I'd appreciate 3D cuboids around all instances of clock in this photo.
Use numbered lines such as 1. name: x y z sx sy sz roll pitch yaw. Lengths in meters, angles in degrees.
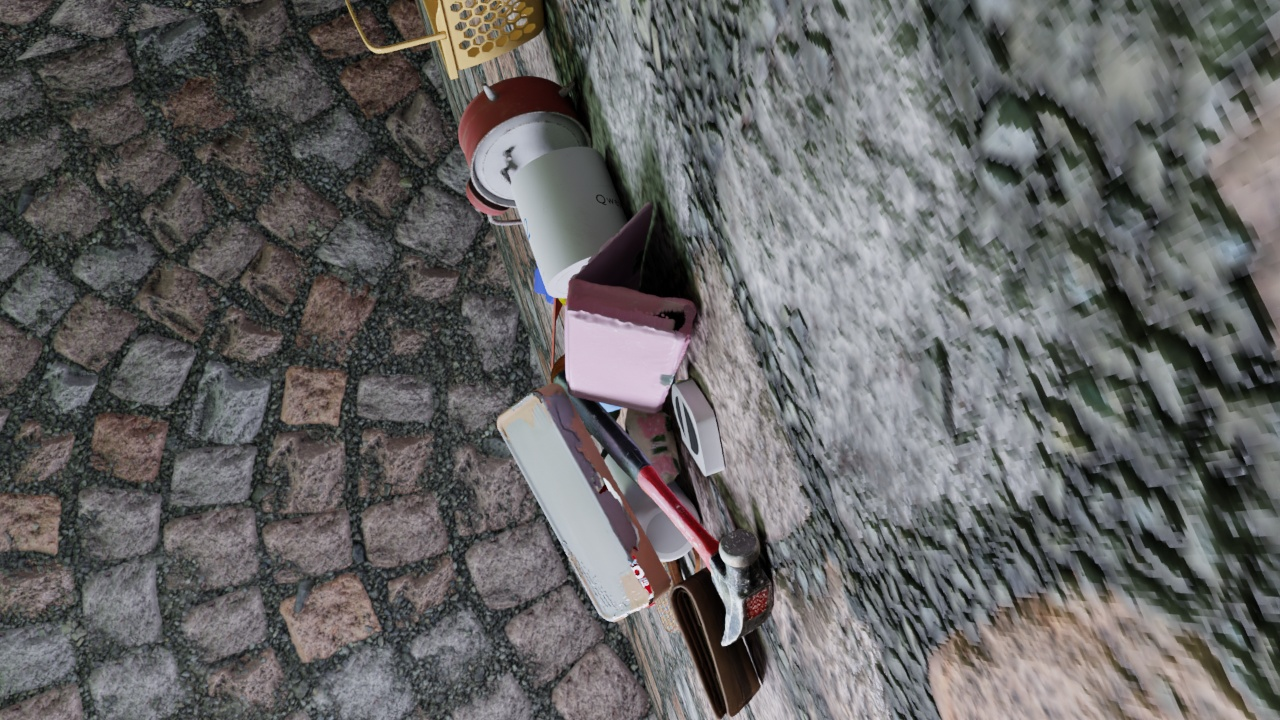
1. clock: -0.105 -0.175 0.829 0.157 0.109 0.062 110 144 -51

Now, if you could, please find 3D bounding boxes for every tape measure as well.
1. tape measure: 0.044 0.050 0.712 0.064 0.016 0.065 -122 16 -55

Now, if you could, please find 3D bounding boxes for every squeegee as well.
1. squeegee: -0.117 -0.111 1.247 0.184 0.055 0.250 -126 37 -63

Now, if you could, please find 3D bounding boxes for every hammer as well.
1. hammer: 0.007 0.108 0.797 0.326 0.036 0.141 45 155 45

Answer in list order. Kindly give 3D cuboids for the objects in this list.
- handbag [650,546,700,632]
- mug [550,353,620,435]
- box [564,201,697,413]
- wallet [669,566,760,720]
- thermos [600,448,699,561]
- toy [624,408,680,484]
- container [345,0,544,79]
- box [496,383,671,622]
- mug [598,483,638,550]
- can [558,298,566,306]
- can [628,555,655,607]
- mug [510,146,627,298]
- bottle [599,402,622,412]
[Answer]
1. handbag: 0.050 0.243 1.043 0.196 0.043 0.093 106 150 -59
2. mug: -0.065 0.027 1.158 0.081 0.085 0.110 87 -162 -53
3. box: -0.009 -0.039 0.732 0.233 0.099 0.106 99 -176 -74
4. wallet: 0.069 0.248 0.819 0.098 0.027 0.121 5 -118 -68
5. thermos: 0.010 0.152 0.981 0.101 0.068 0.230 61 175 -17
6. toy: 0.011 0.077 0.880 0.112 0.050 0.087 -161 53 -72
7. container: -0.189 -0.363 0.823 0.129 0.167 0.183 92 159 -66
8. box: -0.045 0.127 0.855 0.115 0.095 0.217 -35 82 44
9. mug: -0.017 0.186 1.137 0.113 0.087 0.089 -93 10 -56
10. can: -0.064 -0.106 0.893 0.124 0.066 0.067 -117 13 -47
11. can: -0.007 0.264 1.253 0.074 0.074 0.143 -123 18 -60
12. mug: -0.047 -0.112 0.782 0.119 0.083 0.096 16 -129 -67
13. bottle: -0.040 -0.011 0.997 0.048 0.048 0.131 160 92 -81
